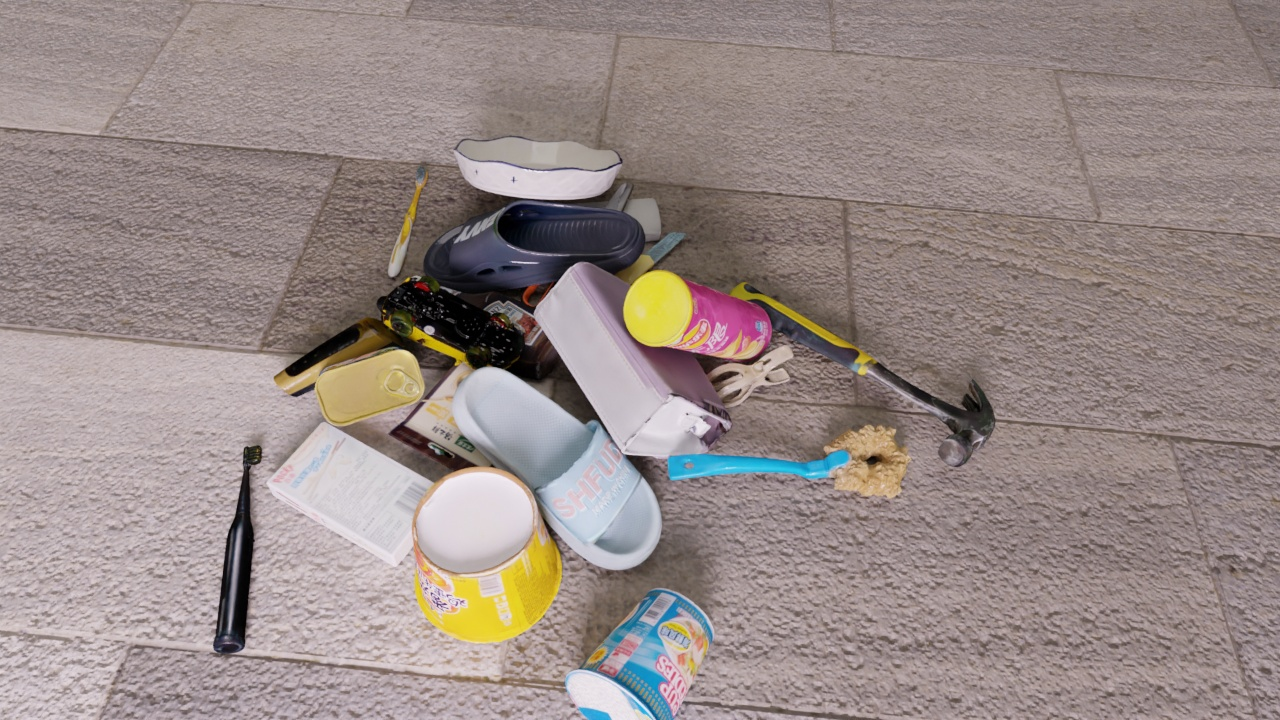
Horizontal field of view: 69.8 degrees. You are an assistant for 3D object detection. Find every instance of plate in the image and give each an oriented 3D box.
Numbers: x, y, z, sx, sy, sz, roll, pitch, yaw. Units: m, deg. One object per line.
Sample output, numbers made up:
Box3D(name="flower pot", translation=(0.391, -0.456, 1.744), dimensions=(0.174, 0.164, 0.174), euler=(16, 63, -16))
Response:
Box3D(name="plate", translation=(-0.126, -0.238, 1.130), dimensions=(0.205, 0.046, 0.204), euler=(5, 22, -2))

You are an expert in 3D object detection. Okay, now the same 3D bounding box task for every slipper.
Box3D(name="slipper", translation=(-0.073, 0.092, 0.875), dimensions=(0.245, 0.074, 0.103), euler=(41, 52, 1))
Box3D(name="slipper", translation=(-0.131, -0.148, 1.064), dimensions=(0.268, 0.083, 0.110), euler=(-3, 51, 12))

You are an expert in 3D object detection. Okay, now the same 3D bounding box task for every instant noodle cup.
Box3D(name="instant noodle cup", translation=(0.006, 0.256, 0.779), dimensions=(0.099, 0.099, 0.109), euler=(28, 49, 18))
Box3D(name="instant noodle cup", translation=(-0.143, 0.168, 0.825), dimensions=(0.138, 0.110, 0.137), euler=(0, 52, -1))

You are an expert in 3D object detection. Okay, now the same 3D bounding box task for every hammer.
Box3D(name="hammer", translation=(0.235, -0.001, 1.006), dimensions=(0.323, 0.032, 0.125), euler=(33, 38, 27))

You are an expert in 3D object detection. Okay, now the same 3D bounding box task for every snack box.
Box3D(name="snack box", translation=(-0.171, 0.067, 0.937), dimensions=(0.113, 0.053, 0.125), euler=(26, 56, 16))
Box3D(name="snack box", translation=(-0.277, 0.129, 0.902), dimensions=(0.157, 0.027, 0.084), euler=(25, 56, 16))

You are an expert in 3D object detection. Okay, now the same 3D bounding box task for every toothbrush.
Box3D(name="toothbrush", translation=(-0.289, -0.176, 1.141), dimensions=(0.016, 0.018, 0.191), euler=(3, 52, 2))
Box3D(name="toothbrush", translation=(-0.377, 0.170, 0.868), dimensions=(0.027, 0.026, 0.212), euler=(-14, 53, 3))

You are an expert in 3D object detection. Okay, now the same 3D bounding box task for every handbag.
Box3D(name="handbag", translation=(-0.006, 0.005, 0.946), dimensions=(0.144, 0.099, 0.197), euler=(12, 37, -50))

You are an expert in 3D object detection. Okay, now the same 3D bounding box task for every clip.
Box3D(name="clip", translation=(0.118, 0.019, 0.996), dimensions=(0.100, 0.072, 0.034), euler=(-23, 55, -11))

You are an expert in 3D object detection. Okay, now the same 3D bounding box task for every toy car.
Box3D(name="toy car", translation=(-0.197, -0.034, 0.965), dimensions=(0.156, 0.041, 0.071), euler=(24, 50, 0))

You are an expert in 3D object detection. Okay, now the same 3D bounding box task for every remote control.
Box3D(name="remote control", translation=(-0.050, -0.170, 1.143), dimensions=(0.150, 0.021, 0.058), euler=(-5, 61, -5))

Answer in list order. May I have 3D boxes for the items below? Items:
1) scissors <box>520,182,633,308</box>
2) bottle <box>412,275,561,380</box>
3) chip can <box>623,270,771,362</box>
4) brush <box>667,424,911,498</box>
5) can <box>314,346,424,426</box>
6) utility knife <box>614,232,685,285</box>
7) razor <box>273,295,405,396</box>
Box3D(name="scissors", translation=(-0.048, -0.127, 1.091), dimensions=(0.234, 0.022, 0.142), euler=(-42, 56, -17))
Box3D(name="bottle", translation=(-0.179, -0.045, 1.030), dimensions=(0.195, 0.044, 0.079), euler=(24, 54, 16))
Box3D(name="chip can", translation=(0.065, -0.041, 0.938), dimensions=(0.071, 0.210, 0.071), euler=(-3, 84, 29))
Box3D(name="brush", translation=(0.153, 0.104, 0.921), dimensions=(0.254, 0.046, 0.083), euler=(0, 54, -9))
Box3D(name="can", translation=(-0.279, 0.023, 0.941), dimensions=(0.102, 0.057, 0.083), euler=(-19, 11, -17))
Box3D(name="utility knife", translation=(-0.017, -0.097, 1.091), dimensions=(0.031, 0.022, 0.210), euler=(35, 66, 21))
Box3D(name="razor", translation=(-0.315, -0.015, 0.993), dimensions=(0.167, 0.068, 0.062), euler=(-32, 52, -17))
